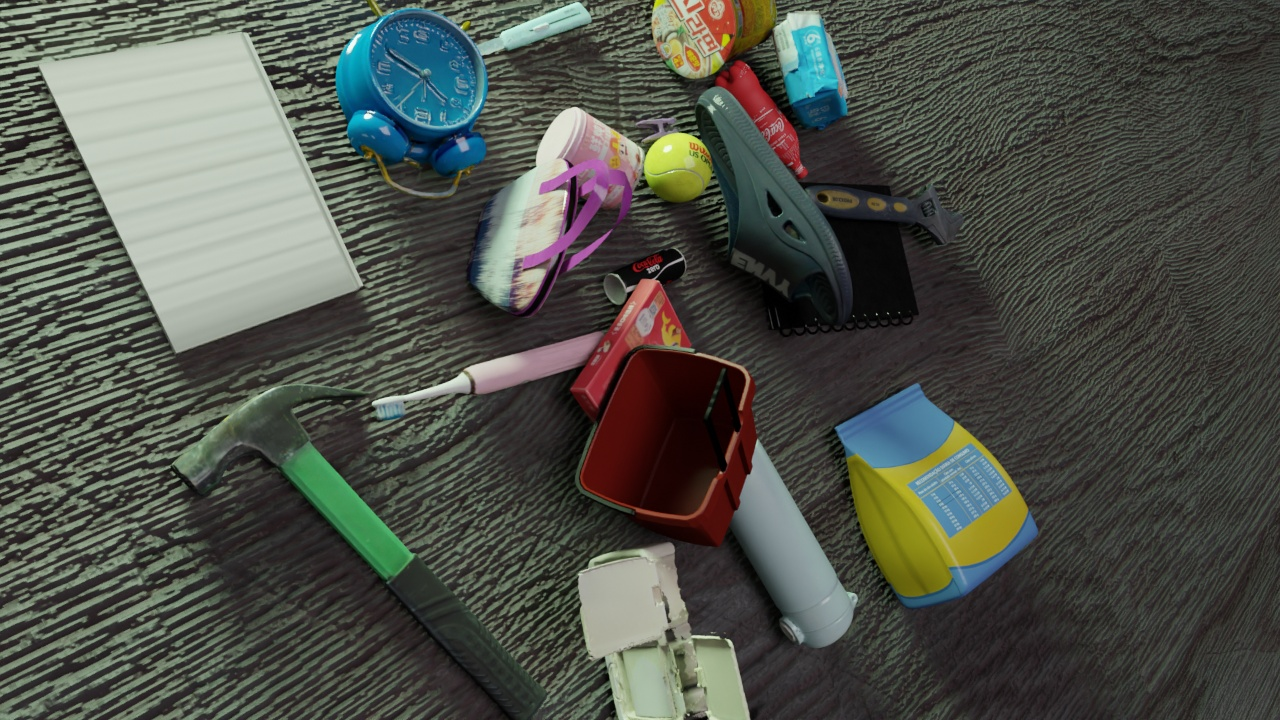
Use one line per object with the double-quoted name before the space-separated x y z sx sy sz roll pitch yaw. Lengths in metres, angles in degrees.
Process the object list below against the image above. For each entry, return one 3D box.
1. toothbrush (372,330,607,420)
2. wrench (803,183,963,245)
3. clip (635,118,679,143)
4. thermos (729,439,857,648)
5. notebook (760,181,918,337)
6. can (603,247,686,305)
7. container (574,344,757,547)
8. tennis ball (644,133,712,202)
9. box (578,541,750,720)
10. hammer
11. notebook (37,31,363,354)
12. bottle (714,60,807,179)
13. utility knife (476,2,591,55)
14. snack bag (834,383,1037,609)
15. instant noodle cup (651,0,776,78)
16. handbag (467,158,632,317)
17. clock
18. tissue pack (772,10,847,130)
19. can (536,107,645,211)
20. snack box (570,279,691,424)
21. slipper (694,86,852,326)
"toothbrush" -0.115 0.011 0.755 0.222 0.027 0.026 -17 83 -36
"wrench" 0.285 -0.175 1.061 0.272 0.022 0.073 -1 84 -36
"clip" 0.018 -0.228 0.912 0.052 0.013 0.036 -16 90 -39
"thermos" 0.131 0.174 0.867 0.077 0.065 0.207 -34 100 -22
"notebook" 0.217 -0.116 1.023 0.231 0.019 0.169 -6 82 -36
"can" 0.005 -0.079 0.856 0.080 0.032 0.031 -28 96 -36
"container" 0.025 0.059 0.736 0.147 0.127 0.201 -67 153 -22
"tennis ball" 0.036 -0.185 0.881 0.065 0.065 0.065 9 74 -34
"box" -0.003 0.215 0.699 0.101 0.187 0.145 -9 77 -21
"hammer" -0.179 0.150 0.676 0.319 0.032 0.130 52 55 -15
"notebook" -0.308 -0.126 0.660 0.142 0.009 0.210 -27 95 -36
"bottle" 0.133 -0.253 0.980 0.141 0.042 0.041 50 56 -16
"utility knife" -0.108 -0.297 0.840 0.158 0.015 0.022 -34 101 -32
"snack bag" 0.306 0.137 0.986 0.158 0.103 0.205 -22 79 -37
"instant noodle cup" 0.084 -0.348 0.941 0.112 0.101 0.100 -30 97 -46
"handbag" -0.066 -0.107 0.726 0.068 0.170 0.144 21 68 -30
"clock" -0.178 -0.206 0.737 0.116 0.060 0.161 1 80 -35
"tissue pack" 0.186 -0.311 0.992 0.144 0.062 0.093 -2 77 -74
"can" -0.045 -0.180 0.821 0.076 0.067 0.067 25 66 -30
"snack box" -0.005 0.005 0.816 0.132 0.021 0.089 -58 138 -29
"slipper" 0.113 -0.142 0.900 0.083 0.111 0.268 -31 83 -7
